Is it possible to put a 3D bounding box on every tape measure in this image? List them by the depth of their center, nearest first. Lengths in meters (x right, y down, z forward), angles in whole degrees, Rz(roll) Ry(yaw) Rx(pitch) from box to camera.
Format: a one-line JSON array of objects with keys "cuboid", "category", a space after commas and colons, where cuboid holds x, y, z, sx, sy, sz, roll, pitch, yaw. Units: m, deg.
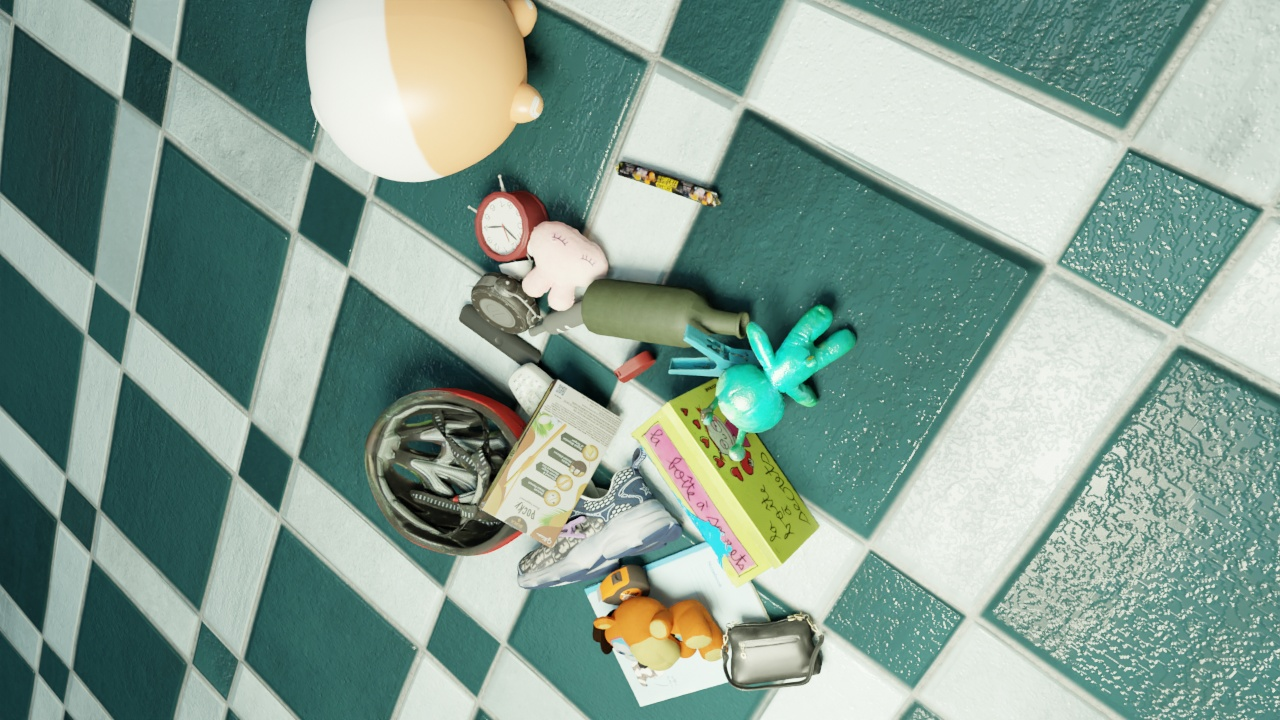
[{"cuboid": [-0.007, 0.007, 1.153, 0.051, 0.059, 0.019, -32, 82, 2], "category": "tape measure"}, {"cuboid": [-0.019, 0.293, 1.205, 0.059, 0.058, 0.038, -57, 32, 32], "category": "tape measure"}]

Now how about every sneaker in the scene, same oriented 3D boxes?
[{"cuboid": [-0.073, 0.218, 1.225, 0.270, 0.103, 0.132, -31, 69, 33], "category": "sneaker"}]

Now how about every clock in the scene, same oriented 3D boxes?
[{"cuboid": [-0.164, -0.168, 1.211, 0.096, 0.048, 0.137, -36, 80, 32], "category": "clock"}, {"cuboid": [-0.175, -0.079, 1.218, 0.123, 0.043, 0.091, -4, 136, 48], "category": "clock"}]

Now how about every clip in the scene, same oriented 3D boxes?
[{"cuboid": [0.099, -0.004, 1.057, 0.120, 0.027, 0.103, 17, 146, -7], "category": "clip"}, {"cuboid": [-0.087, 0.213, 1.174, 0.051, 0.014, 0.045, 14, 89, 38], "category": "clip"}]

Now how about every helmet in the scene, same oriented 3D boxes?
[{"cuboid": [-0.248, 0.149, 1.259, 0.272, 0.166, 0.217, 19, 95, 17], "category": "helmet"}]

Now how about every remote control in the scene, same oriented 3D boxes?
[{"cuboid": [-0.129, 0.055, 1.240, 0.114, 0.028, 0.060, 50, 123, 0], "category": "remote control"}, {"cuboid": [-0.196, -0.030, 1.280, 0.147, 0.015, 0.033, 34, 116, 21], "category": "remote control"}]

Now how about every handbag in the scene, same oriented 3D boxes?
[{"cuboid": [0.159, 0.349, 1.109, 0.129, 0.054, 0.079, -12, 90, 13], "category": "handbag"}]

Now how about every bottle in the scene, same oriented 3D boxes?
[{"cuboid": [0.030, -0.055, 1.101, 0.207, 0.071, 0.071, 9, 105, 30], "category": "bottle"}, {"cuboid": [-0.104, -0.053, 1.209, 0.113, 0.030, 0.030, -19, 90, 33], "category": "bottle"}]

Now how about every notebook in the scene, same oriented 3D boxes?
[{"cuboid": [0.054, 0.348, 1.212, 0.254, 0.009, 0.181, -30, 84, 33], "category": "notebook"}]

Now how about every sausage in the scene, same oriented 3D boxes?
[{"cuboid": [0.031, -0.212, 1.097, 0.155, 0.020, 0.020, 24, 112, 26], "category": "sausage"}]

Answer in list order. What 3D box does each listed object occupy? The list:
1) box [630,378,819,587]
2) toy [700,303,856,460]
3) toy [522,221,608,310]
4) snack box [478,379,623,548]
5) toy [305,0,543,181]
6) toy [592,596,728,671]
[{"cuboid": [0.101, 0.141, 1.072, 0.080, 0.124, 0.221, -43, 76, 33], "category": "box"}, {"cuboid": [0.150, 0.021, 1.016, 0.193, 0.072, 0.130, -42, 109, 9], "category": "toy"}, {"cuboid": [-0.100, -0.117, 1.163, 0.108, 0.053, 0.105, 28, 109, -10], "category": "toy"}, {"cuboid": [-0.112, 0.130, 1.166, 0.101, 0.032, 0.185, 32, 79, -14], "category": "snack box"}, {"cuboid": [-0.261, -0.353, 1.117, 0.281, 0.266, 0.262, -5, 82, 4], "category": "toy"}, {"cuboid": [0.020, 0.344, 1.169, 0.176, 0.112, 0.096, 4, 62, 32], "category": "toy"}]
